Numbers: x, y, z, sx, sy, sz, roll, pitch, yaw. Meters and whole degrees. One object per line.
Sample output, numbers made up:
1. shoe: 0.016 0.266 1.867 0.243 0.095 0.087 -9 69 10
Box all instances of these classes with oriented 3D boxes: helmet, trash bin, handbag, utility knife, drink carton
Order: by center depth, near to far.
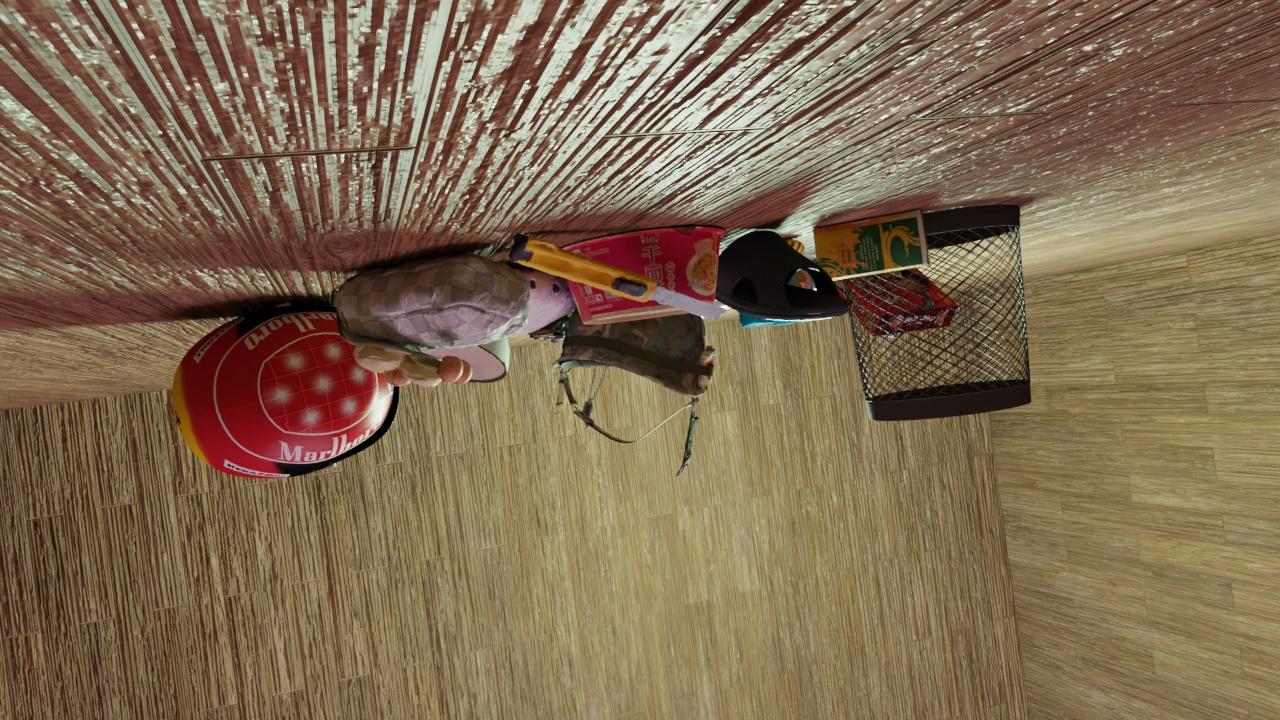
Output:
1. utility knife: -0.014 -0.072 0.835 0.227 0.019 0.031 13 130 -31
2. handbag: -0.191 -0.034 0.857 0.172 0.123 0.112 -9 164 31
3. drink carton: 0.250 -0.124 1.009 0.123 0.058 0.041 -8 180 21
4. handbag: -0.157 -0.066 1.027 0.127 0.069 0.158 -10 176 25
5. helmet: -0.394 0.031 1.071 0.270 0.197 0.225 -18 -174 -38
6. trash bin: 0.357 -0.053 1.111 0.218 0.227 0.218 -8 180 0
7. helmet: -0.006 0.005 1.146 0.193 0.236 0.224 11 167 22

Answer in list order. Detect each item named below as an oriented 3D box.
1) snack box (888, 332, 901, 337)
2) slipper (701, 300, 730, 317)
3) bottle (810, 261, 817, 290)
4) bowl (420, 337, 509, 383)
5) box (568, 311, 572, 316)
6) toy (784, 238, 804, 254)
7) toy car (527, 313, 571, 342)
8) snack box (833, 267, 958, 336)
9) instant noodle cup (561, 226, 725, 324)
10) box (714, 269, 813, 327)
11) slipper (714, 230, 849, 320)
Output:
1. snack box: 0.342 -0.097 1.353 0.087 0.033 0.154 -21 -132 -36
2. slipper: 0.092 -0.098 1.480 0.240 0.064 0.094 -6 180 20
3. bottle: 0.254 -0.128 1.446 0.113 0.047 0.047 -7 180 26
4. bowl: -0.254 -0.032 1.294 0.153 0.072 0.154 11 156 5
5. box: -0.016 -0.060 1.344 0.121 0.047 0.210 -25 -155 -37
6. toy: 0.148 -0.119 1.106 0.104 0.046 0.084 -13 163 31
7. toy car: -0.113 -0.049 1.235 0.047 0.047 0.111 -3 176 16
8. snack box: 0.344 -0.100 1.297 0.132 0.036 0.152 -8 -139 -24
9. instant noodle cup: 0.003 -0.082 0.938 0.178 0.077 0.178 -8 179 0
10. box: 0.156 -0.089 1.314 0.117 0.097 0.226 -14 176 32
11. slipper: 0.122 -0.103 0.996 0.101 0.082 0.264 -8 -161 -36
